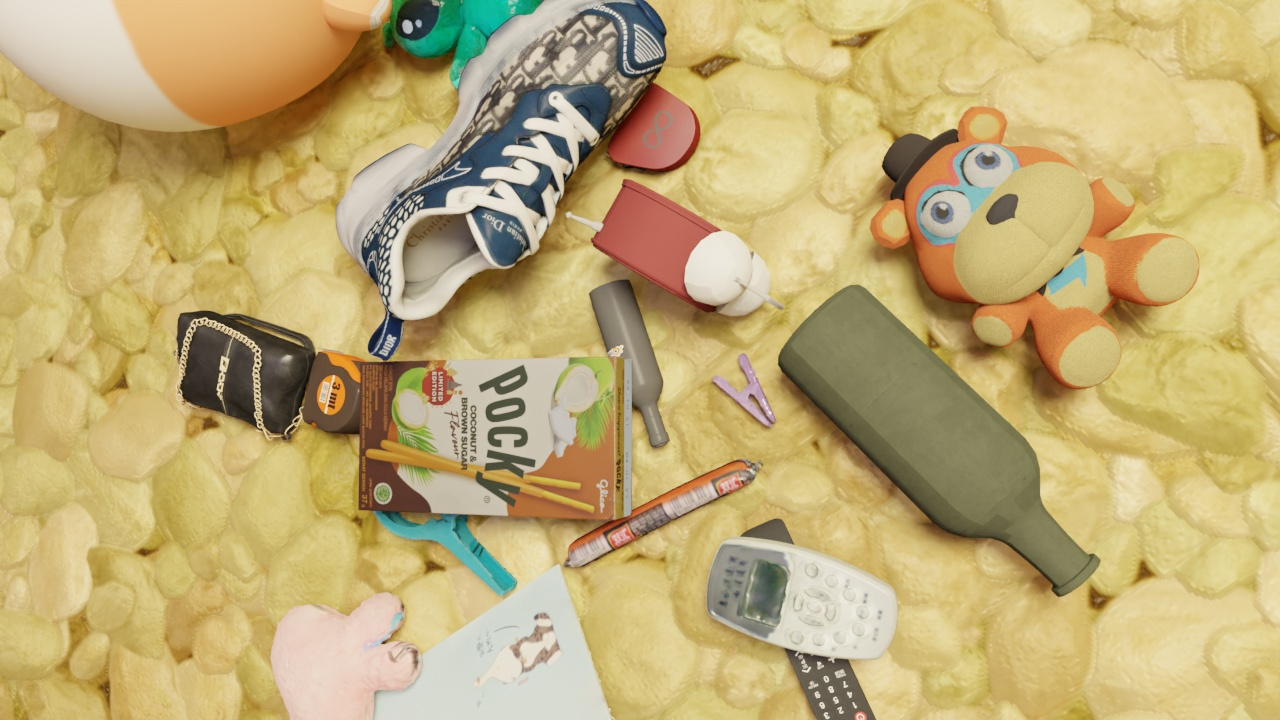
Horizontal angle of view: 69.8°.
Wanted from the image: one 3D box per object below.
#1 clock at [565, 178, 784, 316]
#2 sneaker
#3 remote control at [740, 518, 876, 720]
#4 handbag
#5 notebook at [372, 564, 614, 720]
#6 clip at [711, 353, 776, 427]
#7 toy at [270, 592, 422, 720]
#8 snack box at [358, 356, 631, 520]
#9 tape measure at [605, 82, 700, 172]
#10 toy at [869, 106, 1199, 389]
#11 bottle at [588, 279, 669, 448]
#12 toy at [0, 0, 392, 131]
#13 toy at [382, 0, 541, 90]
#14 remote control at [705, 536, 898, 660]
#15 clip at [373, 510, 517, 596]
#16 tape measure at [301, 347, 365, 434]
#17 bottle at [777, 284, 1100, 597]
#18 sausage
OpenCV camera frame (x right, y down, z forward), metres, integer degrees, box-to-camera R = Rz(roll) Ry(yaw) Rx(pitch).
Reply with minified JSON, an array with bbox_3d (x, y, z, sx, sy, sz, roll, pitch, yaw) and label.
[{"bbox_3d":[0.028,-0.066,0.575,0.137,0.096,0.048,32,96,19],"label":"clock"},{"bbox_3d":[-0.084,-0.113,0.581,0.270,0.103,0.132,-37,45,17],"label":"sneaker"},{"bbox_3d":[0.105,0.172,0.576,0.033,0.015,0.146,-27,79,14],"label":"remote control"},{"bbox_3d":[-0.302,0.011,0.700,0.128,0.054,0.079,19,103,14],"label":"handbag"},{"bbox_3d":[-0.125,0.275,0.604,0.254,0.009,0.181,-36,51,12],"label":"notebook"},{"bbox_3d":[0.072,0.017,0.599,0.051,0.014,0.045,25,91,20],"label":"clip"},{"bbox_3d":[-0.208,0.214,0.650,0.105,0.053,0.108,-29,64,4],"label":"toy"},{"bbox_3d":[-0.099,0.050,0.609,0.186,0.031,0.101,-1,87,19],"label":"snack box"},{"bbox_3d":[0.012,-0.152,0.626,0.051,0.019,0.059,38,104,14],"label":"tape measure"},{"bbox_3d":[0.214,-0.069,0.526,0.176,0.096,0.112,42,99,27],"label":"toy"},{"bbox_3d":[-0.004,0.004,0.614,0.030,0.030,0.113,-21,81,15],"label":"bottle"},{"bbox_3d":[-0.304,-0.291,0.608,0.281,0.266,0.262,-1,83,2],"label":"toy"},{"bbox_3d":[-0.114,-0.250,0.649,0.193,0.072,0.130,18,90,26],"label":"toy"},{"bbox_3d":[0.097,0.145,0.556,0.114,0.028,0.060,14,90,18],"label":"remote control"},{"bbox_3d":[-0.132,0.102,0.650,0.120,0.027,0.103,11,87,17],"label":"clip"},{"bbox_3d":[-0.214,0.025,0.675,0.059,0.038,0.058,11,89,31],"label":"tape measure"},{"bbox_3d":[0.175,0.048,0.535,0.071,0.071,0.207,-46,75,9],"label":"bottle"},{"bbox_3d":[0.012,0.101,0.608,0.155,0.020,0.020,-29,78,13],"label":"sausage"}]
